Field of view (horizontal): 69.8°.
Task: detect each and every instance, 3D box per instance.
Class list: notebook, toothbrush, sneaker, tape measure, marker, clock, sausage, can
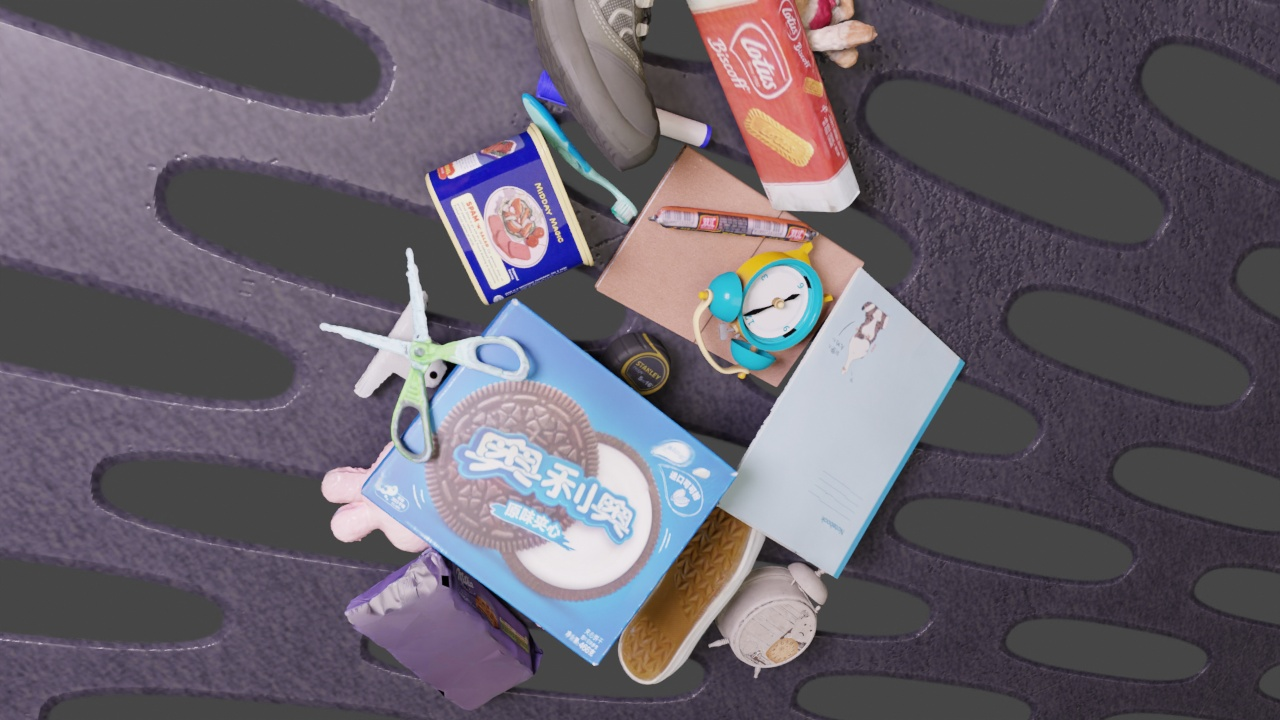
[{"bbox_3d":[0.196,0.065,0.869,0.181,0.009,0.253,34,85,-31],"label":"notebook"},{"bbox_3d":[-0.049,-0.157,0.725,0.135,0.022,0.017,44,72,-30],"label":"toothbrush"},{"bbox_3d":[0.065,0.217,0.911,0.079,0.087,0.236,11,110,-56],"label":"sneaker"},{"bbox_3d":[-0.011,-0.263,0.636,0.143,0.101,0.238,-24,106,-4],"label":"sneaker"},{"bbox_3d":[-0.005,0.005,0.808,0.061,0.034,0.061,-42,129,9],"label":"tape measure"},{"bbox_3d":[0.083,-0.076,0.810,0.209,0.008,0.141,27,105,-26],"label":"notebook"},{"bbox_3d":[-0.011,-0.195,0.718,0.141,0.020,0.020,12,110,-22],"label":"marker"},{"bbox_3d":[0.150,0.261,0.963,0.157,0.061,0.103,-45,119,9],"label":"clock"},{"bbox_3d":[0.080,-0.115,0.773,0.155,0.020,0.020,3,114,-18],"label":"sausage"},{"bbox_3d":[0.106,-0.044,0.804,0.129,0.044,0.099,-33,120,-8],"label":"clock"},{"bbox_3d":[-0.101,-0.110,0.710,0.092,0.056,0.116,-24,119,-4],"label":"can"}]

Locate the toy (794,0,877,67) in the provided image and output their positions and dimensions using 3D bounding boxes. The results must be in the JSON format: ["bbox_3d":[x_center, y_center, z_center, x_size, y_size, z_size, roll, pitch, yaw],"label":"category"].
[{"bbox_3d":[0.128,-0.277,0.698,0.106,0.074,0.085,14,87,-1],"label":"toy"}]

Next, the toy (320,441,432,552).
[{"bbox_3d":[-0.217,0.119,0.788,0.105,0.053,0.108,-7,114,-6],"label":"toy"}]

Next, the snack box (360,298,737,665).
[{"bbox_3d":[-0.070,0.097,0.749,0.239,0.056,0.195,38,84,-6],"label":"snack box"}]

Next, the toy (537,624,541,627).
[{"bbox_3d":[-0.051,0.222,0.897,0.123,0.038,0.079,-41,132,4],"label":"toy"}]

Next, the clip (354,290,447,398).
[{"bbox_3d":[-0.185,-0.001,0.749,0.055,0.045,0.102,32,103,-15],"label":"clip"}]

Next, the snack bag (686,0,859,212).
[{"bbox_3d":[0.100,-0.213,0.703,0.041,0.078,0.225,-51,129,-27],"label":"snack bag"}]

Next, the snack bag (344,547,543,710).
[{"bbox_3d":[-0.173,0.251,0.842,0.096,0.058,0.205,-31,133,1],"label":"snack bag"}]

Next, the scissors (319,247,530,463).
[{"bbox_3d":[-0.165,-0.006,0.711,0.172,0.023,0.171,-8,81,8],"label":"scissors"}]
